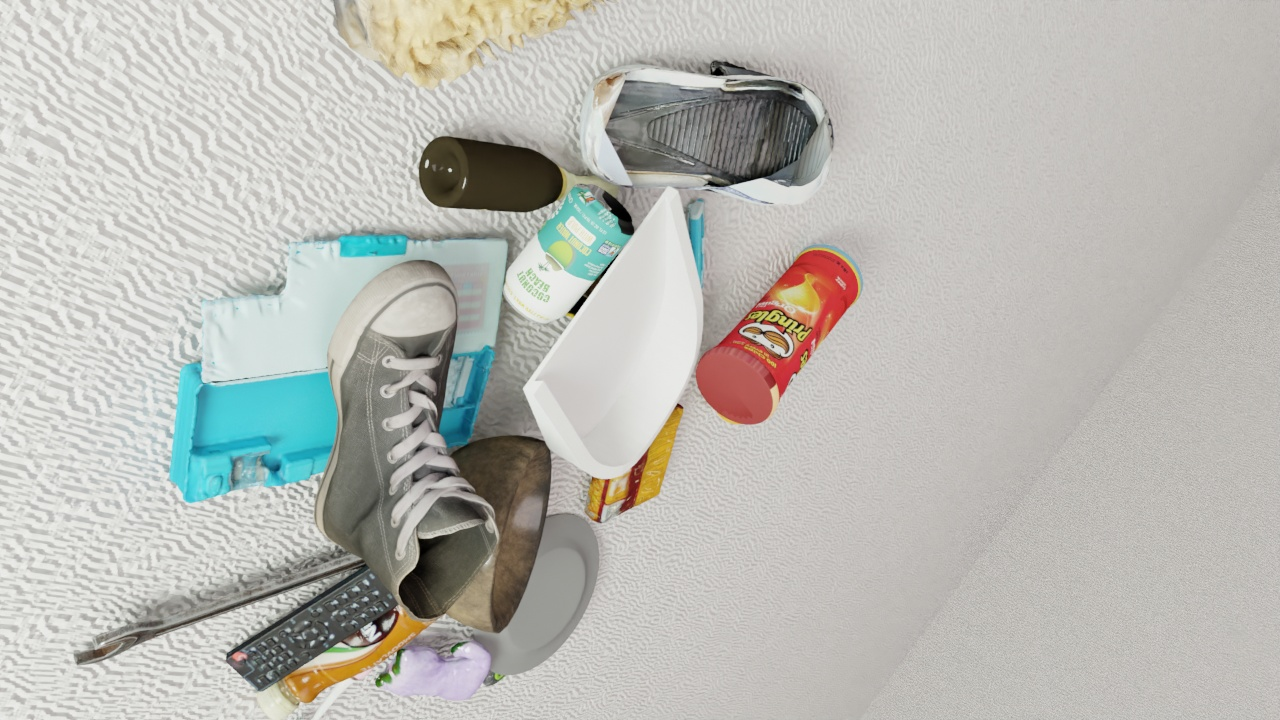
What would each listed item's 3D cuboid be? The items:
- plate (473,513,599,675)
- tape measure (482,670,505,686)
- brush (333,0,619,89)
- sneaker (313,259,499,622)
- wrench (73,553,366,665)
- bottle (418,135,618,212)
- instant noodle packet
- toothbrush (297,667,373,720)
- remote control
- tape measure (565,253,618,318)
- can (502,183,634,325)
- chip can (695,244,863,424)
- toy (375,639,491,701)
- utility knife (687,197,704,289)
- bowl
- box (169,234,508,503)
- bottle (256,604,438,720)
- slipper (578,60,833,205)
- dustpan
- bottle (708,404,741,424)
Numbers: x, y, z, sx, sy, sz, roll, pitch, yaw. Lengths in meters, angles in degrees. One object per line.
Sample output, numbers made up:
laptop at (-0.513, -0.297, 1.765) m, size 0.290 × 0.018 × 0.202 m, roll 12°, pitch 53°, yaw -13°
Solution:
plate at (-0.101, 0.246, 0.955) m, size 0.177 × 0.012 × 0.179 m, roll -25°, pitch 124°, yaw -44°
tape measure at (-0.151, 0.310, 0.973) m, size 0.065 × 0.036 × 0.059 m, roll -46°, pitch 155°, yaw -17°
brush at (-0.060, -0.249, 0.560) m, size 0.270 × 0.057 × 0.083 m, roll -34°, pitch 140°, yaw -27°
sneaker at (-0.147, 0.054, 0.610) m, size 0.095 × 0.120 × 0.235 m, roll -5°, pitch 121°, yaw -50°
wrench at (-0.275, 0.172, 0.698) m, size 0.272 × 0.010 × 0.070 m, roll -13°, pitch 158°, yaw -42°
bottle at (-0.076, -0.129, 0.661) m, size 0.184 × 0.045 × 0.045 m, roll -9°, pitch 127°, yaw -55°
instant noodle packet at (-0.008, 0.105, 0.956) m, size 0.098 × 0.040 × 0.136 m, roll -15°, pitch 129°, yaw -42°
toothbrush at (-0.238, 0.255, 0.824) m, size 0.026 × 0.027 × 0.222 m, roll 42°, pitch 85°, yaw -24°
remote control at (-0.254, 0.207, 0.737) m, size 0.150 × 0.022 × 0.047 m, roll -32°, pitch 121°, yaw -6°
tape measure at (-0.054, -0.069, 0.743) m, size 0.072 × 0.042 × 0.071 m, roll 7°, pitch 118°, yaw -50°
can at (-0.053, -0.077, 0.670) m, size 0.102 × 0.055 × 0.054 m, roll -47°, pitch 150°, yaw 21°
chip can at (0.146, -0.031, 0.934) m, size 0.212 × 0.087 × 0.087 m, roll -46°, pitch 148°, yaw -38°
toy at (-0.195, 0.296, 0.884) m, size 0.099 × 0.036 × 0.080 m, roll 22°, pitch 114°, yaw -30°
utility knife at (0.055, -0.093, 0.877) m, size 0.141 × 0.015 × 0.022 m, roll 84°, pitch 26°, yaw -47°
bowl at (-0.130, 0.138, 0.762) m, size 0.162 × 0.070 × 0.162 m, roll 13°, pitch 88°, yaw -83°
box at (-0.196, -0.002, 0.635) m, size 0.226 × 0.039 × 0.182 m, roll -9°, pitch 125°, yaw -46°
bottle at (-0.245, 0.239, 0.776) m, size 0.167 × 0.059 × 0.059 m, roll -37°, pitch 144°, yaw -8°
slipper at (0.057, -0.187, 0.754) m, size 0.263 × 0.063 × 0.111 m, roll -7°, pitch 116°, yaw -37°
dustpan at (-0.005, 0.005, 0.777) m, size 0.191 × 0.053 × 0.258 m, roll -56°, pitch 167°, yaw -17°
bottle at (0.096, 0.027, 0.989) m, size 0.063 × 0.063 × 0.109 m, roll -52°, pitch 146°, yaw -3°
